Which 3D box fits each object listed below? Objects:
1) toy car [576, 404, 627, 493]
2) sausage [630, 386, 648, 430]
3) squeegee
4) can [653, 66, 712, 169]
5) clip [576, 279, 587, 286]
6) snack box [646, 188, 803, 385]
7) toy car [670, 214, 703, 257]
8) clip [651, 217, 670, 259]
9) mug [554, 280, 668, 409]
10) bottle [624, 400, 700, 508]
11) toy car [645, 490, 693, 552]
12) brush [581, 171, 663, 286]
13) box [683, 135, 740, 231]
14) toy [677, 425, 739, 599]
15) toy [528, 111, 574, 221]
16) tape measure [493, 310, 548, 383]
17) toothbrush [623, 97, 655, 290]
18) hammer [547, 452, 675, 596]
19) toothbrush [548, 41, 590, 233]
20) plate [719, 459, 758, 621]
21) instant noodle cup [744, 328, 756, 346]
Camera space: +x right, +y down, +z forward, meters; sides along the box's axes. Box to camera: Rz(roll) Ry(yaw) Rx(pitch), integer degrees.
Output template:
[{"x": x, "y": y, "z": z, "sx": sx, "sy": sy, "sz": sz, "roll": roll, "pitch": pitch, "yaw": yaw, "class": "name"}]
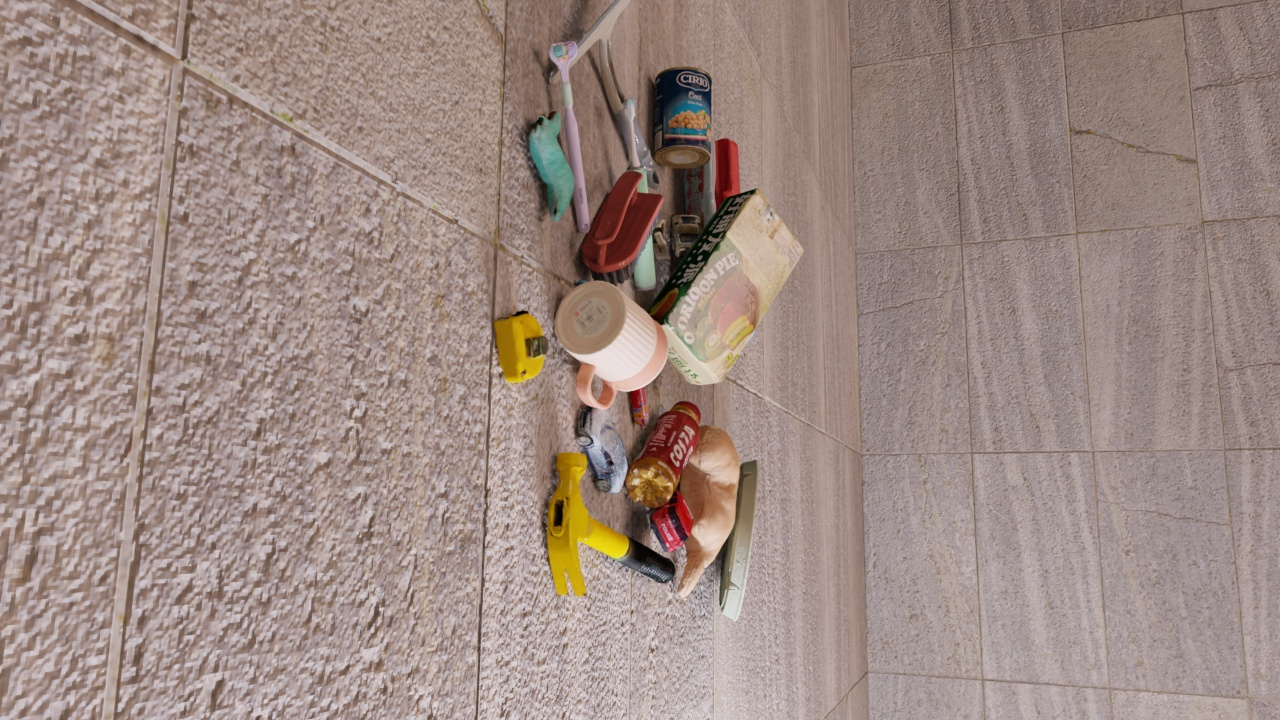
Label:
[{"x": -0.037, "y": 0.091, "z": 0.955, "sx": 0.048, "sy": 0.031, "sz": 0.106, "roll": -71, "pitch": 149, "yaw": -48, "class": "toy car"}, {"x": -0.006, "y": 0.006, "z": 1.064, "sx": 0.020, "sy": 0.020, "sz": 0.156, "roll": -25, "pitch": 111, "yaw": -68, "class": "sausage"}, {"x": -0.019, "y": -0.296, "z": 1.048, "sx": 0.245, "sy": 0.039, "sz": 0.247, "roll": -58, "pitch": 149, "yaw": -29, "class": "squeegee"}, {"x": 0.055, "y": -0.313, "z": 1.192, "sx": 0.075, "sy": 0.075, "sz": 0.111, "roll": 26, "pitch": 64, "yaw": -67, "class": "can"}, {"x": -0.054, "y": -0.063, "z": 0.957, "sx": 0.056, "sy": 0.014, "sz": 0.041, "roll": 59, "pitch": 34, "yaw": -54, "class": "clip"}, {"x": 0.106, "y": -0.094, "z": 1.152, "sx": 0.114, "sy": 0.063, "sz": 0.239, "roll": 47, "pitch": 62, "yaw": -25, "class": "snack box"}, {"x": 0.060, "y": -0.164, "z": 1.200, "sx": 0.090, "sy": 0.042, "sz": 0.035, "roll": 86, "pitch": 4, "yaw": -71, "class": "toy car"}, {"x": 0.018, "y": -0.152, "z": 1.137, "sx": 0.098, "sy": 0.034, "sz": 0.064, "roll": 1, "pitch": 84, "yaw": -78, "class": "clip"}, {"x": -0.034, "y": -0.010, "z": 0.918, "sx": 0.106, "sy": 0.082, "sz": 0.114, "roll": 40, "pitch": 67, "yaw": -60, "class": "mug"}, {"x": 0.033, "y": 0.105, "z": 1.100, "sx": 0.174, "sy": 0.057, "sz": 0.057, "roll": -56, "pitch": 138, "yaw": -58, "class": "bottle"}, {"x": 0.037, "y": 0.182, "z": 1.075, "sx": 0.120, "sy": 0.045, "sz": 0.053, "roll": -82, "pitch": 148, "yaw": -78, "class": "toy car"}, {"x": -0.023, "y": -0.142, "z": 0.980, "sx": 0.145, "sy": 0.063, "sz": 0.069, "roll": -68, "pitch": 160, "yaw": -45, "class": "brush"}, {"x": 0.087, "y": -0.206, "z": 1.267, "sx": 0.068, "sy": 0.091, "sz": 0.201, "roll": 4, "pitch": 82, "yaw": -41, "class": "box"}, {"x": 0.086, "y": 0.198, "z": 1.210, "sx": 0.143, "sy": 0.083, "sz": 0.226, "roll": 15, "pitch": 77, "yaw": -68, "class": "toy"}, {"x": -0.084, "y": -0.193, "z": 0.875, "sx": 0.096, "sy": 0.030, "sz": 0.092, "roll": -80, "pitch": 158, "yaw": -45, "class": "toy"}, {"x": -0.102, "y": -0.013, "z": 0.801, "sx": 0.057, "sy": 0.029, "sz": 0.060, "roll": -31, "pitch": 116, "yaw": -68, "class": "tape measure"}, {"x": -0.004, "y": -0.187, "z": 1.053, "sx": 0.027, "sy": 0.026, "sz": 0.225, "roll": -49, "pitch": 139, "yaw": -55, "class": "toothbrush"}, {"x": -0.024, "y": 0.198, "z": 0.971, "sx": 0.300, "sy": 0.033, "sz": 0.128, "roll": 46, "pitch": 45, "yaw": -60, "class": "hammer"}, {"x": -0.066, "y": -0.218, "z": 0.916, "sx": 0.021, "sy": 0.029, "sz": 0.189, "roll": -133, "pitch": -147, "yaw": -60, "class": "toothbrush"}, {"x": 0.139, "y": 0.253, "z": 1.309, "sx": 0.230, "sy": 0.027, "sz": 0.230, "roll": 12, "pitch": 87, "yaw": -86, "class": "plate"}, {"x": 0.095, "y": -0.062, "z": 1.249, "sx": 0.109, "sy": 0.099, "sz": 0.099, "roll": 15, "pitch": 73, "yaw": -61, "class": "instant noodle cup"}]
